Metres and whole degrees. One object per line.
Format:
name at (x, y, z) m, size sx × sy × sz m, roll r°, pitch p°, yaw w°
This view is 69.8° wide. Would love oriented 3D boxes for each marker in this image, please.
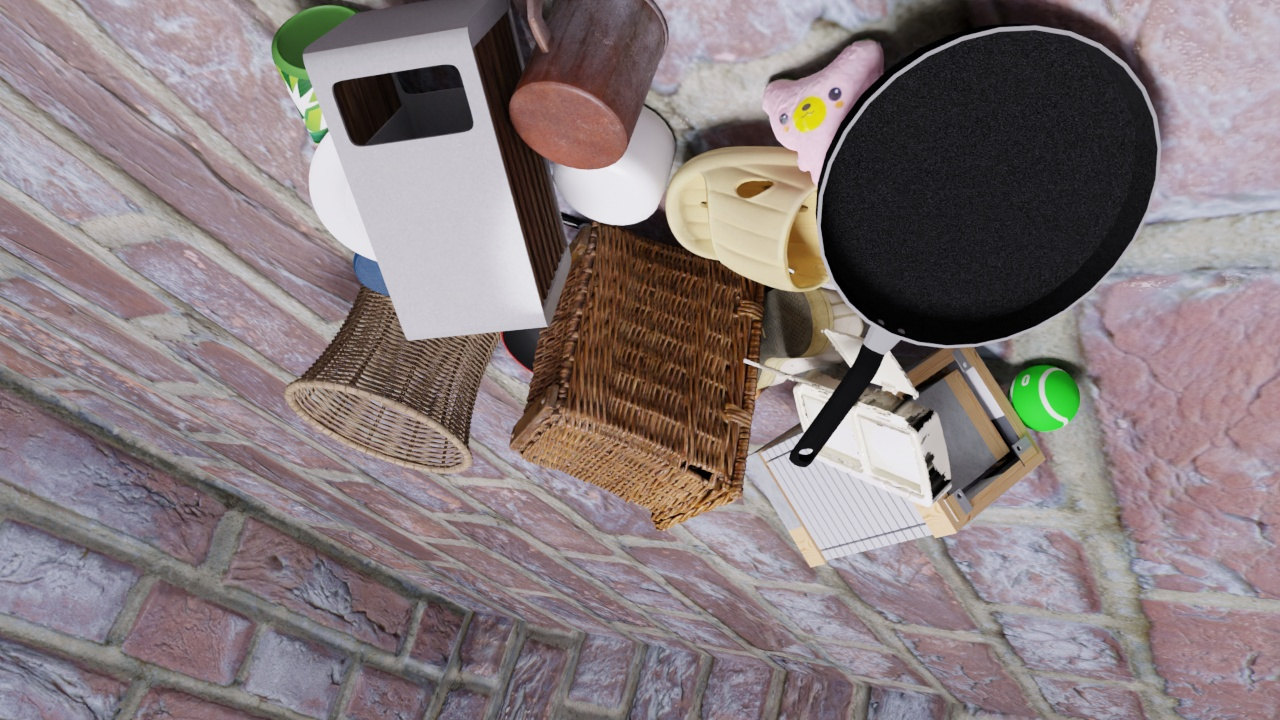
marker at (-0.015, -0.119, 0.917) m, size 0.152 × 0.011 × 0.011 m, roll 19°, pitch 154°, yaw -1°

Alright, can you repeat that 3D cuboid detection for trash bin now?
trash bin at (-0.140, -0.144, 0.695) m, size 0.114 × 0.114 × 0.229 m, roll -5°, pitch 123°, yaw 11°
trash bin at (0.255, 0.103, 0.965) m, size 0.142 × 0.142 × 0.248 m, roll 59°, pitch 151°, yaw 5°

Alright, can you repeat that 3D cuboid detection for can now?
can at (-0.249, -0.221, 0.784) m, size 0.083 × 0.082 × 0.144 m, roll 14°, pitch 154°, yaw 8°

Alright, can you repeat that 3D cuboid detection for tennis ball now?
tennis ball at (0.395, 0.037, 0.900) m, size 0.065 × 0.065 × 0.065 m, roll 15°, pitch 154°, yaw 7°

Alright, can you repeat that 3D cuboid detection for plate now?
plate at (-0.190, -0.145, 0.804) m, size 0.188 × 0.016 × 0.189 m, roll -9°, pitch 141°, yaw -8°

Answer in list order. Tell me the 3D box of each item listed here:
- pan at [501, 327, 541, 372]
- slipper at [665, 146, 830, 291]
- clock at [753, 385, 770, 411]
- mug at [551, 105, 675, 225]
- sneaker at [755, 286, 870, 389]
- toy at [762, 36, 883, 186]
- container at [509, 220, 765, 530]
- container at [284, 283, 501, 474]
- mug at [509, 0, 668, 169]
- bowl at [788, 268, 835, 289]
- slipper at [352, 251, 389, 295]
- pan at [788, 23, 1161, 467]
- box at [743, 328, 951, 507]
pan at (-0.086, -0.053, 1.022) m, size 0.209 × 0.067 × 0.356 m, roll 1°, pitch 150°, yaw 26°
slipper at (0.129, -0.104, 0.705) m, size 0.262 × 0.079 × 0.111 m, roll 5°, pitch 136°, yaw 26°
clock at (0.087, 0.053, 1.083) m, size 0.157 × 0.073 × 0.121 m, roll -15°, pitch 161°, yaw -15°
mug at (-0.032, -0.166, 0.770) m, size 0.116 × 0.068 × 0.094 m, roll 10°, pitch 153°, yaw 15°
sneaker at (0.161, -0.030, 0.914) m, size 0.102 × 0.089 × 0.242 m, roll -12°, pitch 173°, yaw -13°
toy at (0.133, -0.169, 0.649) m, size 0.050 × 0.093 × 0.103 m, roll -6°, pitch 178°, yaw -40°
container at (-0.005, 0.005, 0.856) m, size 0.183 × 0.249 × 0.163 m, roll 18°, pitch 153°, yaw -18°
container at (-0.279, 0.001, 1.112) m, size 0.227 × 0.195 × 0.227 m, roll 15°, pitch 154°, yaw 7°
mug at (-0.044, -0.212, 0.646) m, size 0.096 × 0.110 × 0.123 m, roll -8°, pitch 145°, yaw 33°
bowl at (0.166, -0.113, 0.772) m, size 0.110 × 0.040 × 0.110 m, roll 17°, pitch 144°, yaw 13°
slipper at (-0.195, -0.152, 0.920) m, size 0.118 × 0.060 × 0.296 m, roll 23°, pitch 141°, yaw -23°
pan at (0.201, -0.061, 0.652) m, size 0.225 × 0.034 × 0.357 m, roll 22°, pitch 119°, yaw -15°
box at (0.182, 0.045, 0.795) m, size 0.145 × 0.065 × 0.186 m, roll 20°, pitch 160°, yaw 51°
